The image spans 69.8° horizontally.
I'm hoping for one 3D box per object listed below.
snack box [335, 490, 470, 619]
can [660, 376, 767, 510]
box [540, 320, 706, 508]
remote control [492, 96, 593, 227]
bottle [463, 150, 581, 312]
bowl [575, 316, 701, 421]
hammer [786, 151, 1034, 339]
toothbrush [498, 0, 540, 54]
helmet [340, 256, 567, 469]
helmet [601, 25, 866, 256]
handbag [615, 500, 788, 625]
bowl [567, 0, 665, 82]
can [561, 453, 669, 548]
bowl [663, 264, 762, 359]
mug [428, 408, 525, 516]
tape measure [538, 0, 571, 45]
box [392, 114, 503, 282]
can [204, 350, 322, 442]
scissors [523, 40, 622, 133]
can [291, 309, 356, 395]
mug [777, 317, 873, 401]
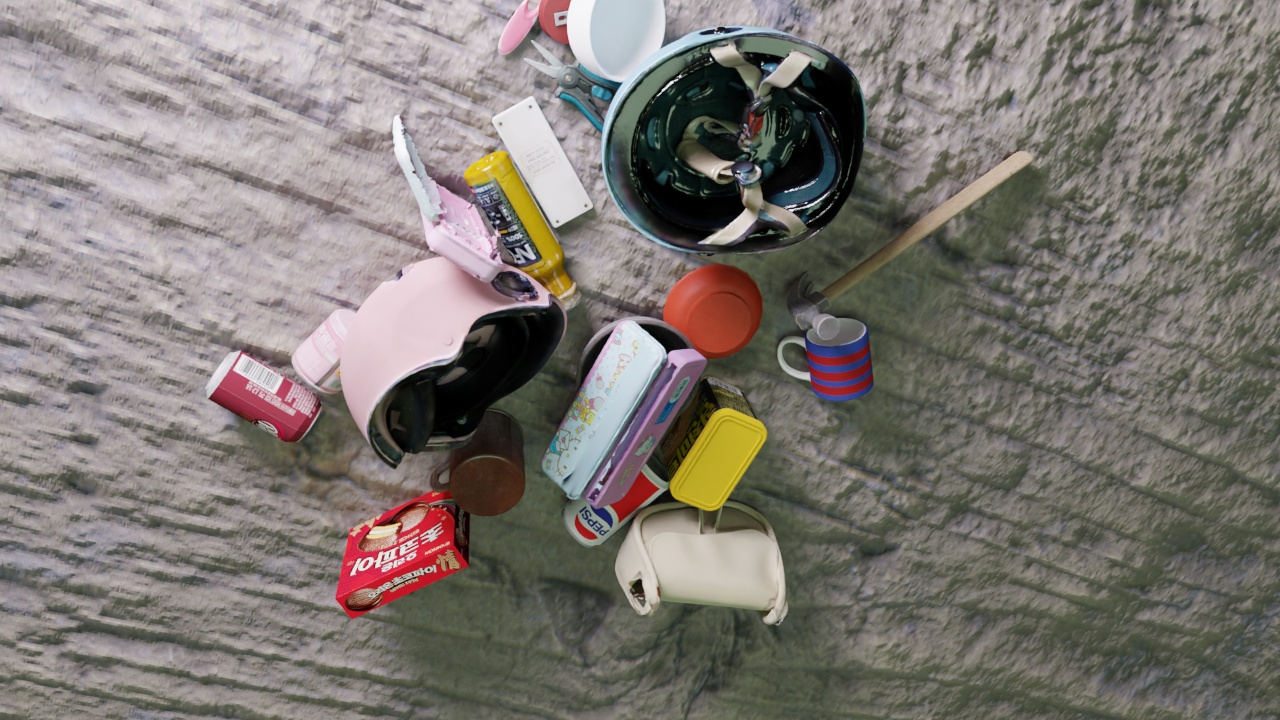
[{"bbox_3d":[-0.283,0.225,1.109,0.152,0.132,0.036,-25,118,4],"label":"snack box"},{"bbox_3d":[0.085,0.099,1.124,0.072,0.101,0.131,23,110,-19],"label":"can"},{"bbox_3d":[-0.025,0.060,1.048,0.092,0.089,0.214,38,111,21],"label":"box"},{"bbox_3d":[-0.104,-0.212,0.988,0.050,0.011,0.136,-27,117,5],"label":"remote control"},{"bbox_3d":[-0.123,-0.135,1.000,0.053,0.053,0.186,-27,118,4],"label":"bottle"},{"bbox_3d":[-0.007,0.006,1.082,0.145,0.067,0.145,-4,117,-8],"label":"bowl"},{"bbox_3d":[0.308,-0.143,1.049,0.331,0.119,0.031,-37,117,-1],"label":"hammer"},{"bbox_3d":[-0.102,-0.361,0.910,0.021,0.016,0.135,29,108,-27],"label":"toothbrush"},{"bbox_3d":[-0.203,-0.016,0.968,0.254,0.152,0.231,-27,156,-41],"label":"helmet"},{"bbox_3d":[0.080,-0.222,0.922,0.265,0.166,0.226,-6,118,-16],"label":"helmet"},{"bbox_3d":[0.084,0.235,1.135,0.228,0.184,0.132,10,115,-24],"label":"handbag"},{"bbox_3d":[-0.029,-0.332,0.903,0.104,0.054,0.105,-27,131,-36],"label":"bowl"},{"bbox_3d":[-0.032,0.172,1.159,0.132,0.070,0.070,-42,115,12],"label":"can"},{"bbox_3d":[0.090,-0.051,1.087,0.122,0.035,0.122,-4,117,-7],"label":"bowl"},{"bbox_3d":[-0.197,0.127,1.091,0.123,0.110,0.096,-27,112,4],"label":"mug"},{"bbox_3d":[-0.074,-0.340,0.915,0.051,0.019,0.059,-19,127,-17],"label":"tape measure"},{"bbox_3d":[-0.200,-0.155,0.893,0.059,0.201,0.155,-40,116,3],"label":"box"},{"bbox_3d":[-0.424,0.042,1.034,0.114,0.063,0.063,36,106,-23],"label":"can"},{"bbox_3d":[-0.048,-0.278,0.959,0.150,0.019,0.121,-4,120,-5],"label":"scissors"},{"bbox_3d":[-0.336,-0.010,1.020,0.076,0.067,0.067,-42,115,12],"label":"can"},{"bbox_3d":[0.224,-0.001,1.121,0.112,0.074,0.076,-2,120,21],"label":"mug"}]
